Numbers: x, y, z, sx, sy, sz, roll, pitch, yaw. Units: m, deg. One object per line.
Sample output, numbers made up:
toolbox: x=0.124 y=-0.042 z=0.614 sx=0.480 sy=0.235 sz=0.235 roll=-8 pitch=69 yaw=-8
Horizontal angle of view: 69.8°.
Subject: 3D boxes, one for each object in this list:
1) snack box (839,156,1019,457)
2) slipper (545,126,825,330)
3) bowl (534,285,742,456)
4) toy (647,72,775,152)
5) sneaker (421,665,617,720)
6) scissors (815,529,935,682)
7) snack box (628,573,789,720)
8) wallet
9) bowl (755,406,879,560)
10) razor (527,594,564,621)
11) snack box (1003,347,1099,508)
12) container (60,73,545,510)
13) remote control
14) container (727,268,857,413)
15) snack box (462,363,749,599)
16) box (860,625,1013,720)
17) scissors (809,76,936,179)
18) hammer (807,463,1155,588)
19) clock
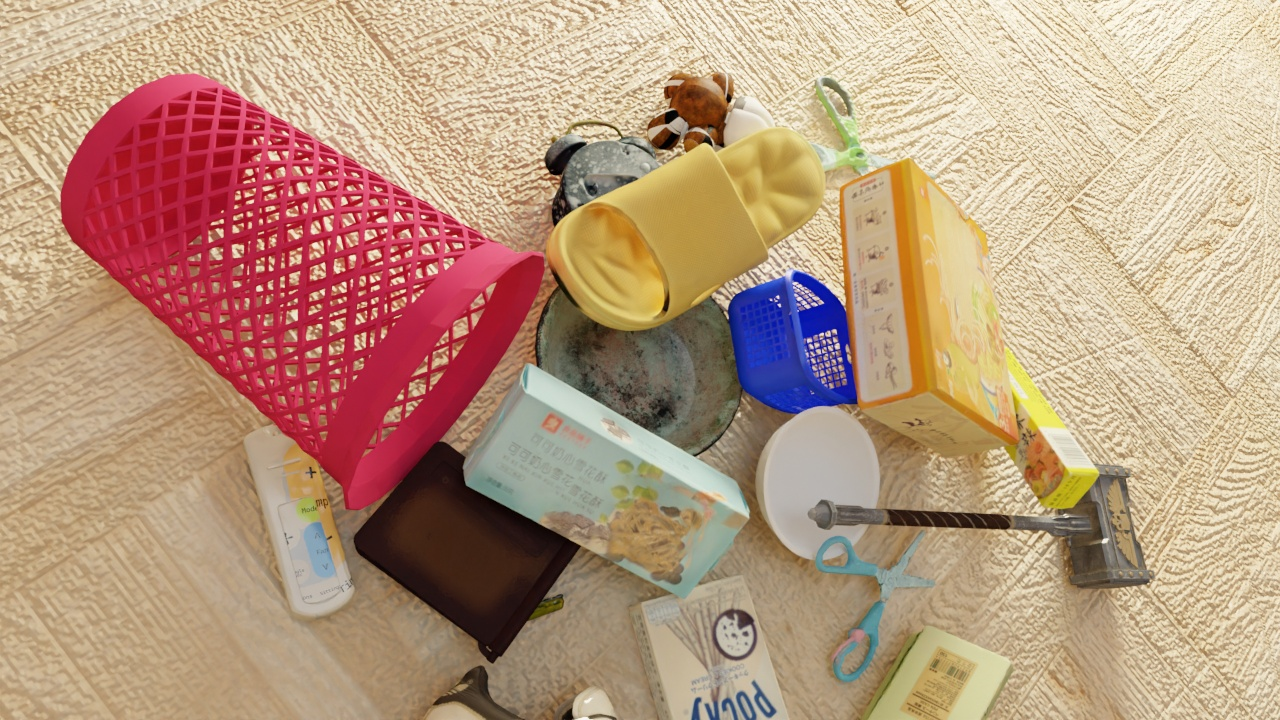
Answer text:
snack box: x=0.221 y=-0.035 z=0.726 sx=0.145 sy=0.081 sz=0.195 roll=25 pitch=57 yaw=-42
slipper: x=0.055 y=-0.104 z=0.657 sx=0.262 sy=0.079 sz=0.099 roll=-33 pitch=100 yaw=-34
bowl: x=-0.004 y=0.004 z=0.667 sx=0.157 sy=0.039 sz=0.157 roll=7 pitch=68 yaw=-19
toy: x=0.071 y=-0.193 z=0.762 sx=0.112 sy=0.067 sz=0.087 roll=30 pitch=62 yaw=-19
sneaker: x=-0.020 y=0.254 z=0.544 sx=0.241 sy=0.089 sz=0.102 roll=24 pitch=58 yaw=-6
scissors: x=0.167 y=0.162 z=0.674 sx=0.135 sy=0.015 sz=0.125 roll=-49 pitch=114 yaw=-30
snack box: x=0.052 y=0.226 z=0.612 sx=0.081 sy=0.026 sz=0.150 roll=-11 pitch=74 yaw=-24
wallet: x=-0.109 y=0.117 z=0.575 sx=0.115 sy=0.018 sz=0.091 roll=35 pitch=61 yaw=5
bowl: x=0.122 y=0.089 z=0.677 sx=0.109 sy=0.041 sz=0.110 roll=1 pitch=88 yaw=-31
razor: x=-0.087 y=0.119 z=0.601 sx=0.042 sy=0.026 sz=0.106 roll=-14 pitch=72 yaw=-24
snack box: x=0.307 y=0.050 z=0.734 sx=0.029 sy=0.040 sz=0.147 roll=5 pitch=40 yaw=-18
container: x=-0.202 y=-0.052 z=0.545 sx=0.226 sy=0.184 sz=0.182 roll=35 pitch=61 yaw=3
remote control: x=-0.210 y=0.096 z=0.563 sx=0.038 sy=0.018 sz=0.125 roll=-15 pitch=75 yaw=-26
container: x=0.114 y=-0.009 z=0.684 sx=0.114 sy=0.058 sz=0.096 roll=20 pitch=58 yaw=-54
snack box: x=-0.021 y=0.079 z=0.593 sx=0.174 sy=0.053 sz=0.075 roll=31 pitch=105 yaw=-17
box: x=0.177 y=0.273 z=0.630 sx=0.078 sy=0.089 sz=0.187 roll=34 pitch=62 yaw=16
scissors: x=0.192 y=-0.181 z=0.833 sx=0.168 sy=0.023 sz=0.171 roll=-19 pitch=76 yaw=-32
hammer: x=0.262 y=0.124 z=0.706 sx=0.321 sy=0.044 sz=0.098 roll=7 pitch=68 yaw=-25
clock: x=-0.025 y=-0.131 z=0.702 sx=0.090 sy=0.052 sz=0.129 roll=-3 pitch=72 yaw=-22
